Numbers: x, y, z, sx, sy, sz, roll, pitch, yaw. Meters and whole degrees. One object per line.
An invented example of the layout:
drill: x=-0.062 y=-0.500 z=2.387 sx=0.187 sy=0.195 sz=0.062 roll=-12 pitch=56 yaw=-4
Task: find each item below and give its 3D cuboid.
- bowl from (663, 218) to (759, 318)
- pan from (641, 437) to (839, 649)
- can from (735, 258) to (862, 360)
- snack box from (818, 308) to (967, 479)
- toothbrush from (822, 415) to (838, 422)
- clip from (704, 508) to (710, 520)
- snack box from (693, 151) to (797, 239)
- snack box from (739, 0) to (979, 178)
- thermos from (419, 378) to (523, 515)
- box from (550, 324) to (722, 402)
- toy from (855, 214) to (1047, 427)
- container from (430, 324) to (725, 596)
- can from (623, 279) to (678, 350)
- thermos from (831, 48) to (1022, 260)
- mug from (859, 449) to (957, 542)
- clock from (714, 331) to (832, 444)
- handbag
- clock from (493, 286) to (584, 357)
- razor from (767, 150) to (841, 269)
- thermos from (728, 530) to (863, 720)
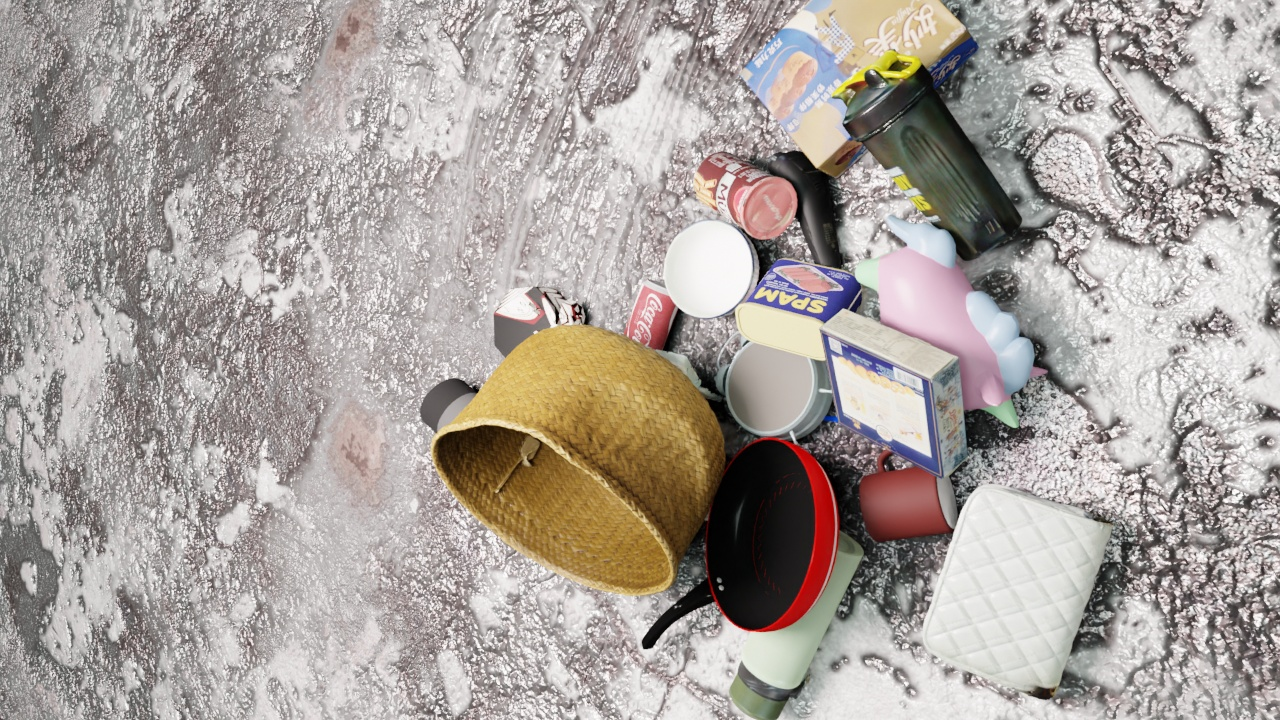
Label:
bowl: x=0.094 y=-0.108 z=1.104 sx=0.118 sy=0.062 sz=0.118 roll=0 pitch=90 yaw=30
pan: x=0.106 y=0.241 z=1.050 sx=0.357 sy=0.067 sz=0.208 roll=-57 pitch=31 yaw=36
can: x=0.180 y=-0.061 z=1.029 sx=0.116 sy=0.092 sz=0.057 roll=17 pitch=141 yaw=30
snack box: x=0.259 y=0.033 z=0.942 sx=0.042 sy=0.145 sz=0.144 roll=-38 pitch=41 yaw=-20
toothbrush: x=0.261 y=0.069 z=1.028 sx=0.183 sy=0.018 sz=0.016 roll=5 pitch=68 yaw=31
clip: x=0.089 y=0.180 z=1.121 sx=0.058 sy=0.050 sz=0.102 roll=9 pitch=94 yaw=18
snack box: x=0.118 y=-0.192 z=1.057 sx=0.072 sy=0.072 sz=0.121 roll=-64 pitch=35 yaw=15
snack box: x=0.237 y=-0.330 z=1.013 sx=0.203 sy=0.069 sz=0.155 roll=-42 pitch=71 yaw=24
thermos: x=-0.199 y=0.123 z=1.270 sx=0.240 sy=0.082 sz=0.082 roll=37 pitch=108 yaw=26
box: x=-0.009 y=0.010 z=1.126 sx=0.197 sy=0.134 sz=0.040 roll=15 pitch=70 yaw=31
toy: x=0.313 y=-0.043 z=0.940 sx=0.171 sy=0.119 sz=0.222 roll=4 pitch=108 yaw=45
container: x=-0.062 y=0.108 z=1.062 sx=0.307 sy=0.196 sz=0.308 roll=22 pitch=143 yaw=18
can: x=0.013 y=-0.049 z=1.158 sx=0.054 sy=0.054 sz=0.097 roll=27 pitch=104 yaw=28
thermos: x=0.292 y=-0.207 z=0.926 sx=0.098 sy=0.098 sz=0.221 roll=-36 pitch=100 yaw=26
mug: x=0.288 y=0.139 z=0.989 sx=0.083 sy=0.073 sz=0.105 roll=-15 pitch=54 yaw=30
clock: x=0.151 y=0.024 z=1.070 sx=0.159 sy=0.045 sz=0.123 roll=41 pitch=105 yaw=36
handbag: x=0.378 y=0.227 z=0.929 sx=0.139 sy=0.072 sz=0.195 roll=19 pitch=99 yaw=21
clock: x=-0.134 y=-0.038 z=1.240 sx=0.155 sy=0.065 sz=0.115 roll=23 pitch=101 yaw=30
razor: x=0.192 y=-0.172 z=1.060 sx=0.067 sy=0.053 sz=0.151 roll=-22 pitch=86 yaw=56
thermos: x=0.176 y=0.303 z=1.048 sx=0.082 sy=0.082 sz=0.231 roll=28 pitch=104 yaw=28
